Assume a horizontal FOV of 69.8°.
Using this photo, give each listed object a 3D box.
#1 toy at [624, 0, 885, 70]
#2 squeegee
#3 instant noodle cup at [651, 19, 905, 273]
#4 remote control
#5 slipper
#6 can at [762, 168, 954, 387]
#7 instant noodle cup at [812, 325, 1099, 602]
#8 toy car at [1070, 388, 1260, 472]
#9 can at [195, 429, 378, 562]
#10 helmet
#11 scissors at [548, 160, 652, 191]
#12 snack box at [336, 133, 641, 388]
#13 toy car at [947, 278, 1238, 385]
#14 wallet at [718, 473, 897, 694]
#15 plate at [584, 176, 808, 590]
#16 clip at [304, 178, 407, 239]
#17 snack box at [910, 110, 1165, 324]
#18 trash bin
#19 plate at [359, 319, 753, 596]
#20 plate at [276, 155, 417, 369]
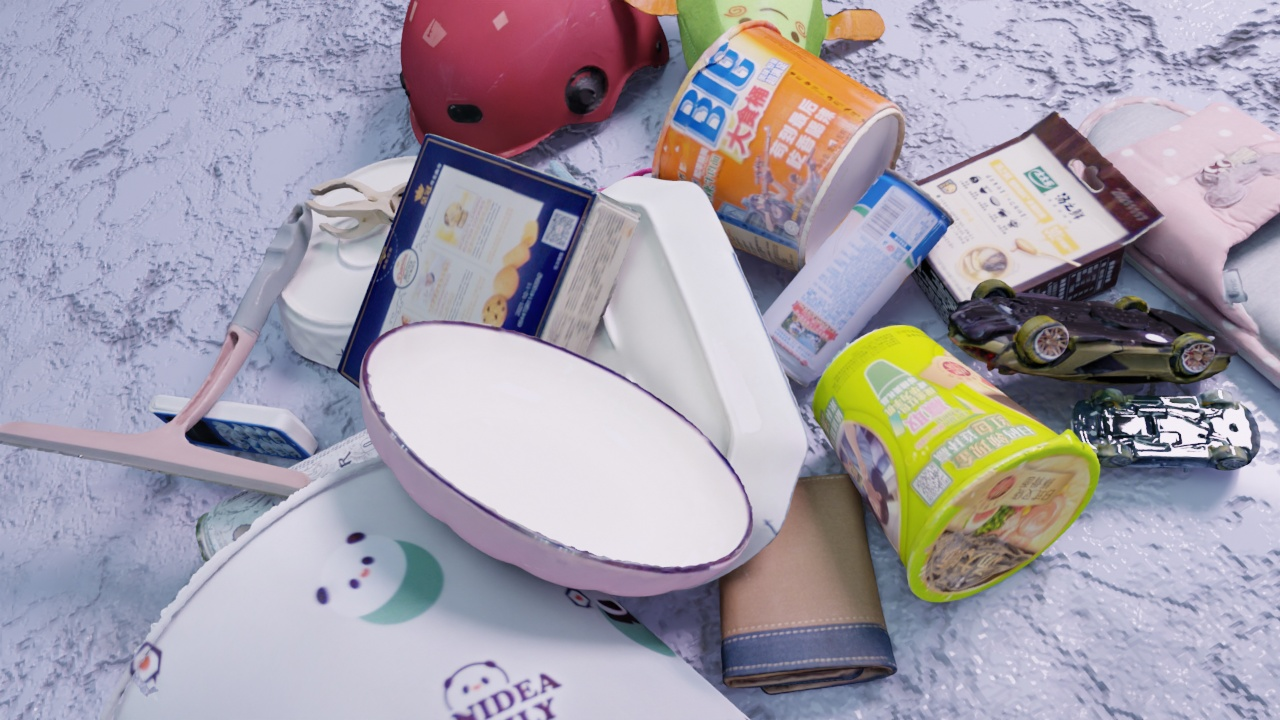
[{"bbox_3d":[0.089,-0.290,0.737,0.227,0.090,0.246,4,64,-6],"label":"toy"},{"bbox_3d":[-0.294,-0.018,0.665,0.248,0.040,0.248,8,55,14],"label":"squeegee"},{"bbox_3d":[0.096,-0.133,0.610,0.111,0.151,0.151,34,72,24],"label":"instant noodle cup"},{"bbox_3d":[-0.296,0.048,0.669,0.125,0.049,0.024,5,56,20],"label":"remote control"},{"bbox_3d":[0.356,-0.075,0.537,0.114,0.054,0.274,-23,54,2],"label":"slipper"},{"bbox_3d":[0.128,-0.049,0.566,0.135,0.053,0.053,-51,54,11],"label":"can"},{"bbox_3d":[0.156,0.045,0.494,0.111,0.112,0.123,-30,46,-3],"label":"instant noodle cup"},{"bbox_3d":[0.281,0.041,0.497,0.091,0.034,0.042,-2,54,15],"label":"toy car"},{"bbox_3d":[-0.211,0.093,0.606,0.146,0.058,0.058,-27,53,-1],"label":"can"},{"bbox_3d":[-0.106,-0.290,0.769,0.207,0.144,0.239,33,66,31],"label":"helmet"},{"bbox_3d":[-0.044,-0.120,0.723,0.133,0.017,0.118,2,62,24],"label":"scissors"},{"bbox_3d":[-0.105,-0.038,0.589,0.183,0.045,0.178,28,98,40],"label":"snack box"},{"bbox_3d":[0.250,-0.012,0.511,0.158,0.042,0.070,4,24,-6],"label":"toy car"},{"bbox_3d":[0.086,0.121,0.508,0.090,0.033,0.115,-9,54,9],"label":"wallet"},{"bbox_3d":[-0.003,0.003,0.550,0.162,0.034,0.265,-33,61,28],"label":"plate"},{"bbox_3d":[-0.205,-0.119,0.707,0.100,0.035,0.070,0,56,12],"label":"clip"},{"bbox_3d":[0.235,-0.083,0.582,0.125,0.053,0.113,-23,53,2],"label":"snack box"},{"bbox_3d":[-0.057,0.198,0.392,0.252,0.230,0.229,30,70,27],"label":"trash bin"},{"bbox_3d":[-0.041,0.046,0.427,0.192,0.192,0.039,41,113,34],"label":"plate"},{"bbox_3d":[-0.203,-0.086,0.732,0.205,0.045,0.204,-9,54,13],"label":"plate"}]
